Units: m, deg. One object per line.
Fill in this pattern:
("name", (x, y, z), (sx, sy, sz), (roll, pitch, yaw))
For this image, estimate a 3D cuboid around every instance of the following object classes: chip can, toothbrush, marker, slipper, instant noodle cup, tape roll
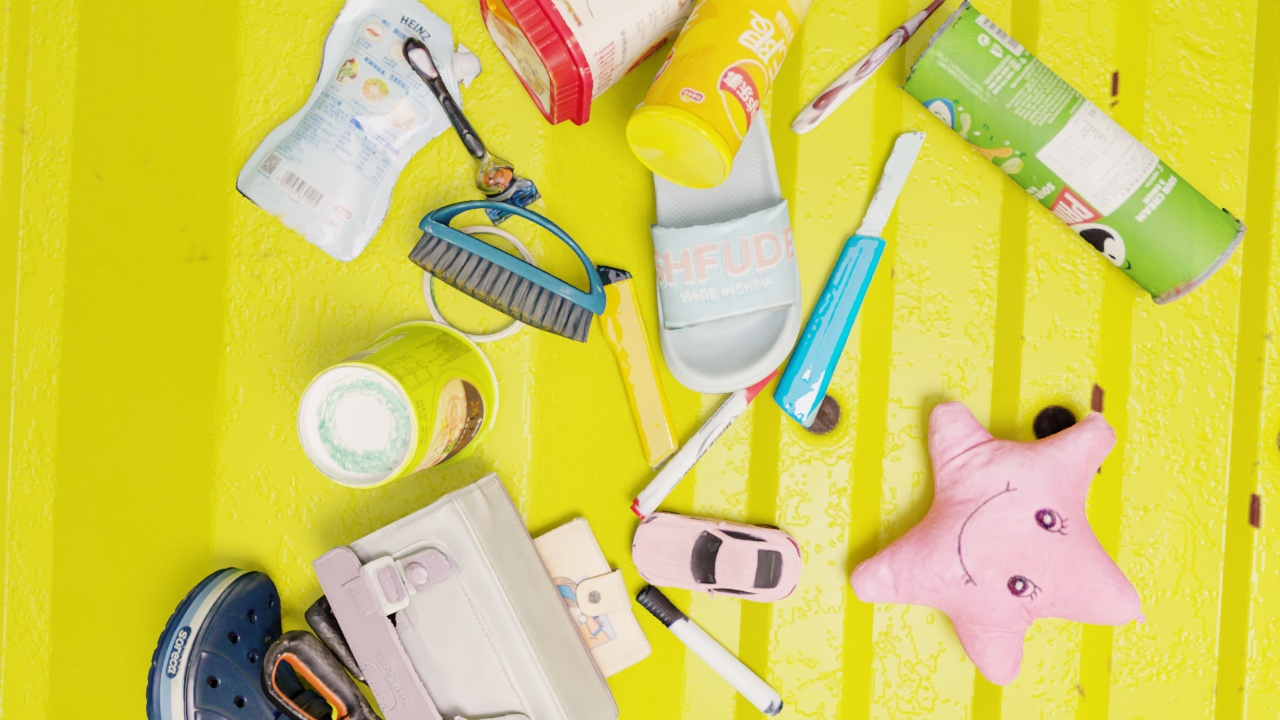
("chip can", (0.286, -0.140, 0.618), (0.236, 0.072, 0.072), (41, 93, 3))
("chip can", (0.067, -0.216, 0.601), (0.072, 0.072, 0.213), (26, 71, 4))
("toothbrush", (0.180, -0.227, 0.653), (0.187, 0.017, 0.016), (-42, 87, 3))
("marker", (0.046, 0.057, 0.660), (0.017, 0.017, 0.145), (42, 88, 3))
("marker", (0.050, 0.210, 0.664), (0.131, 0.023, 0.018), (40, 60, 4))
("slipper", (-0.269, 0.274, 0.646), (0.095, 0.105, 0.253), (-7, 91, 8))
("instant noodle cup", (-0.034, -0.243, 0.628), (0.124, 0.116, 0.116), (-34, 88, -9))
("slipper", (0.055, -0.100, 0.635), (0.104, 0.074, 0.245), (-7, 88, 3))
("instant noodle cup", (-0.167, 0.034, 0.621), (0.112, 0.123, 0.112), (1, 98, 8))
("tape roll", (-0.117, -0.056, 0.678), (0.086, 0.014, 0.086), (0, 90, 5))

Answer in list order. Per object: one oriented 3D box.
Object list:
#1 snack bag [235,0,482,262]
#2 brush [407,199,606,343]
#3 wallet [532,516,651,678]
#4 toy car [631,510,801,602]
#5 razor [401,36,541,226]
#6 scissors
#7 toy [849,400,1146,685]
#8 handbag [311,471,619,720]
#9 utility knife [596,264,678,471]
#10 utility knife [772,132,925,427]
("snack bag", (-0.204, -0.176, 0.672), (0.110, 0.039, 0.191), (35, 91, 3))
("brush", (-0.088, -0.070, 0.640), (0.144, 0.055, 0.073), (25, 92, 4))
("wallet", (-0.049, 0.179, 0.672), (0.087, 0.024, 0.115), (-26, 87, 9))
("toy car", (0.054, 0.141, 0.656), (0.122, 0.037, 0.056), (7, 89, 5))
("razor", (-0.126, -0.167, 0.657), (0.042, 0.022, 0.143), (-32, 104, 1))
("scissors", (-0.168, 0.262, 0.672), (0.234, 0.152, 0.022), (36, 134, -25))
("toy", (0.257, 0.118, 0.619), (0.178, 0.074, 0.194), (28, 93, 12))
("handbag", (-0.126, 0.196, 0.633), (0.145, 0.098, 0.197), (-29, 87, 23))
("utility knife", (-0.004, 0.004, 0.670), (0.033, 0.015, 0.156), (-15, 90, 10))
("utility knife", (0.151, -0.060, 0.655), (0.034, 0.018, 0.225), (24, 93, 5))
